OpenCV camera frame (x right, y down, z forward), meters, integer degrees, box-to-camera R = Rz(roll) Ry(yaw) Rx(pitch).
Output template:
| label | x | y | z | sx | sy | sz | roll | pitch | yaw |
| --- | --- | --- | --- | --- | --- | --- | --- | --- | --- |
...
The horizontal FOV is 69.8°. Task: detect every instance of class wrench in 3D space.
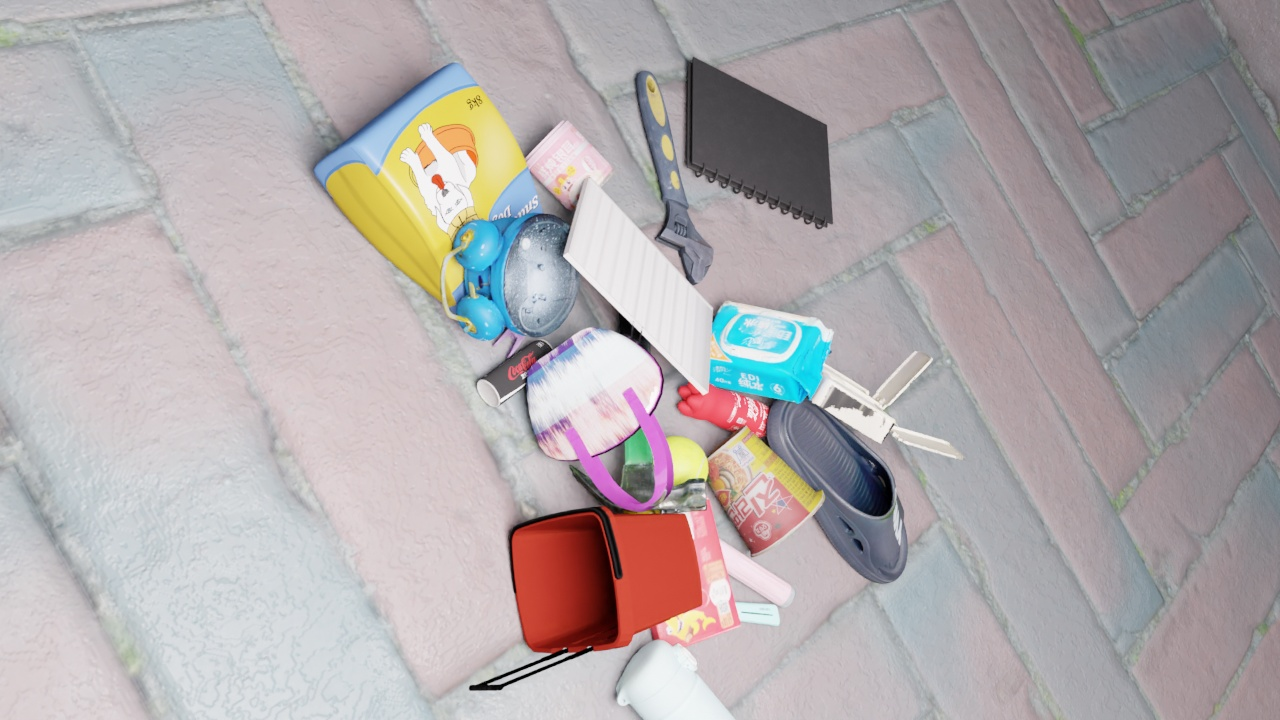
| label | x | y | z | sx | sy | sz | roll | pitch | yaw |
| --- | --- | --- | --- | --- | --- | --- | --- | --- | --- |
| wrench | 0.034 | -0.218 | 1.082 | 0.073 | 0.022 | 0.273 | -3 | 74 | -34 |

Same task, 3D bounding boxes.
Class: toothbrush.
| label | x | y | z | sx | sy | sz | roll | pitch | yaw |
| --- | --- | --- | --- | --- | --- | --- | --- | --- | --- |
| toothbrush | 0.070 | 0.192 | 0.947 | 0.222 | 0.027 | 0.026 | 35 | 81 | -17 |

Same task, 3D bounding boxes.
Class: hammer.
| label | x | y | z | sx | sy | sz | roll | pitch | yaw |
| --- | --- | --- | --- | --- | --- | --- | --- | --- | --- |
| hammer | -0.006 | 0.005 | 0.938 | 0.130 | 0.032 | 0.318 | -6 | 61 | 7 |

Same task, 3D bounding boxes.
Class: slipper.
| label | x | y | z | sx | sy | sz | roll | pitch | yaw |
| --- | --- | --- | --- | --- | --- | --- | --- | --- | --- |
| slipper | 0.245 | 0.138 | 1.032 | 0.268 | 0.084 | 0.110 | 51 | 51 | -20 |

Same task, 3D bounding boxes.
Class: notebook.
| label | x | y | z | sx | sy | sz | roll | pitch | yaw |
| --- | --- | --- | --- | --- | --- | --- | --- | --- | --- |
| notebook | 0.156 | -0.274 | 1.180 | 0.231 | 0.019 | 0.169 | 16 | 63 | -30 |
| notebook | 0.006 | -0.078 | 0.935 | 0.210 | 0.009 | 0.142 | 44 | 32 | -27 |

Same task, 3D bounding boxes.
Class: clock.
| label | x | y | z | sx | sy | sz | roll | pitch | yaw |
| --- | --- | --- | --- | --- | --- | --- | --- | --- | --- |
| clock | -0.122 | -0.080 | 0.857 | 0.161 | 0.060 | 0.117 | -17 | 115 | -53 |

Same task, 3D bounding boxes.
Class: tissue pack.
| label | x | y | z | sx | sy | sz | roll | pitch | yaw |
| --- | --- | --- | --- | --- | --- | --- | --- | --- | --- |
| tissue pack | 0.134 | -0.012 | 1.006 | 0.062 | 0.144 | 0.092 | 74 | 35 | -48 |

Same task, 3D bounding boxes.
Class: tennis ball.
| label | x | y | z | sx | sy | sz | roll | pitch | yaw |
| --- | --- | --- | --- | --- | --- | --- | --- | --- | --- |
| tennis ball | 0.036 | 0.109 | 0.931 | 0.065 | 0.065 | 0.065 | 12 | 66 | -29 |

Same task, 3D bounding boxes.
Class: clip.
| label | x | y | z | sx | sy | sz | roll | pitch | yaw |
| --- | --- | --- | --- | --- | --- | --- | --- | --- | --- |
| clip | -0.124 | -0.024 | 0.911 | 0.036 | 0.013 | 0.052 | 46 | 51 | -11 |

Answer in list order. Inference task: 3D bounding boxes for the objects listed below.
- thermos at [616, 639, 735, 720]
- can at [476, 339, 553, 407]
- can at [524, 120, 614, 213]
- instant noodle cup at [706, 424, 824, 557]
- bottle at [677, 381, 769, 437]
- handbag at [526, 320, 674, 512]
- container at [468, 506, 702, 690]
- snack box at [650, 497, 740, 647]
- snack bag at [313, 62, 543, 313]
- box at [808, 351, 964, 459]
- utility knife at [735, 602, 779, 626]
| label | x | y | z | sx | sy | sz | roll | pitch | yaw |
| --- | --- | --- | --- | --- | --- | --- | --- | --- | --- |
| thermos | 0.062 | 0.353 | 0.855 | 0.078 | 0.065 | 0.207 | -38 | 96 | 3 |
| can | -0.119 | 0.011 | 0.888 | 0.080 | 0.032 | 0.031 | -39 | 95 | -37 |
| can | -0.076 | -0.207 | 0.977 | 0.076 | 0.067 | 0.067 | 45 | 54 | -12 |
| instant noodle cup | 0.119 | 0.133 | 0.965 | 0.112 | 0.101 | 0.100 | 50 | 53 | 3 |
| bottle | 0.105 | 0.058 | 1.010 | 0.141 | 0.042 | 0.041 | 20 | 62 | -26 |
| handbag | -0.026 | 0.061 | 0.855 | 0.170 | 0.145 | 0.068 | 60 | 12 | 21 |
| container | -0.059 | 0.194 | 0.786 | 0.200 | 0.148 | 0.127 | 0 | 75 | -43 |
| snack box | 0.042 | 0.210 | 0.904 | 0.089 | 0.021 | 0.133 | -12 | 87 | -24 |
| snack bag | -0.179 | -0.151 | 0.878 | 0.205 | 0.102 | 0.158 | 53 | 52 | -23 |
| box | 0.273 | 0.032 | 1.038 | 0.186 | 0.145 | 0.101 | 16 | 103 | -5 |
| utility knife | 0.076 | 0.255 | 0.936 | 0.158 | 0.015 | 0.022 | 12 | 73 | -26 |
